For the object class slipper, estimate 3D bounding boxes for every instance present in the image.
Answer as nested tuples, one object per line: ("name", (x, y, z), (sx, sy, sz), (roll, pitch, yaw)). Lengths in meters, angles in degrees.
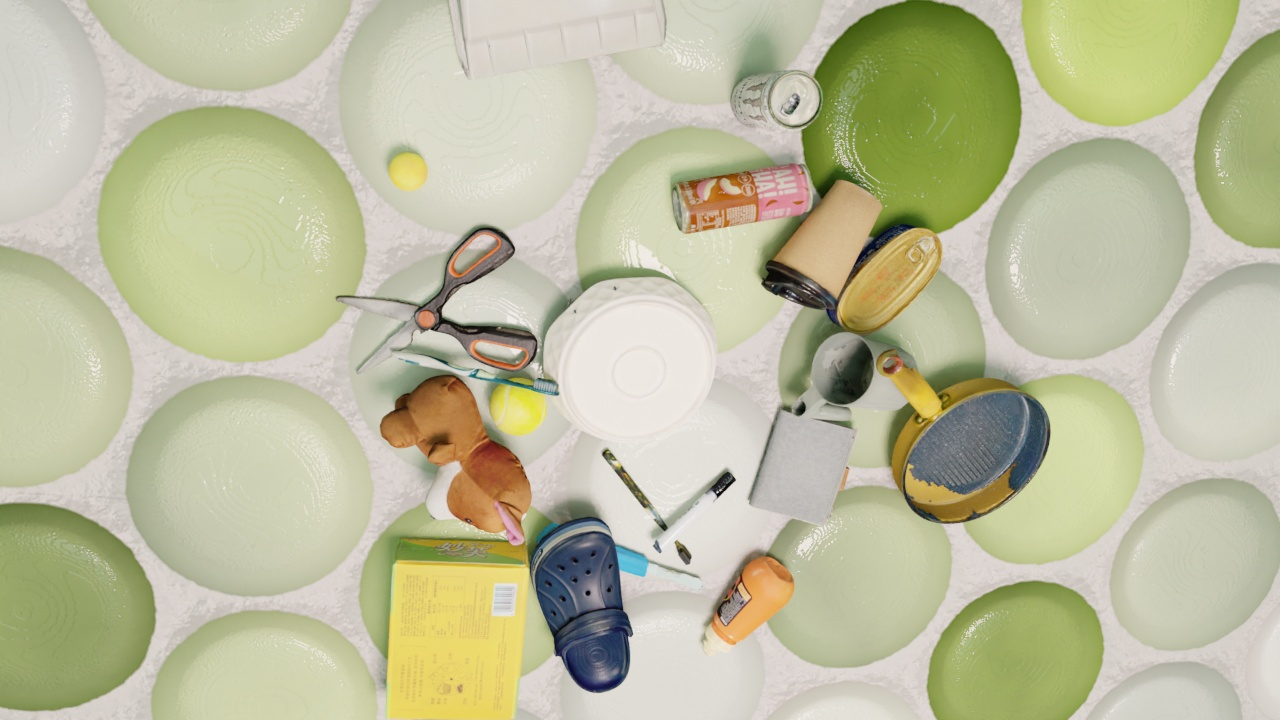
("slipper", (-0.065, 0.307, 1.092), (0.105, 0.095, 0.253), (-13, 118, -10))

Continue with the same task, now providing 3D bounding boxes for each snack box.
("snack box", (-0.220, 0.321, 1.096), (0.157, 0.070, 0.210), (4, 105, -10))

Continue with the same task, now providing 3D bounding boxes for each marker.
("marker", (0.065, 0.185, 1.118), (0.130, 0.022, 0.018), (-44, 96, -3))

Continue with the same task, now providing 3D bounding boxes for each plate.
("plate", (-0.006, 0.006, 1.040), (0.204, 0.045, 0.205), (-5, 114, -12))

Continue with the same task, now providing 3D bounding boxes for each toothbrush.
("toothbrush", (-0.181, 0.011, 1.008), (0.191, 0.016, 0.018), (13, 110, 2))
("toothbrush", (0.009, 0.181, 1.119), (0.012, 0.017, 0.186), (-30, 109, 17))

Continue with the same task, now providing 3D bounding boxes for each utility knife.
("utility knife", (-0.020, 0.247, 1.133), (0.223, 0.018, 0.034), (22, 111, -14))

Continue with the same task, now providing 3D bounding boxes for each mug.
("mug", (0.249, 0.028, 1.068), (0.103, 0.083, 0.124), (9, 135, -43))

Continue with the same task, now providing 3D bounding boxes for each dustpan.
("dustpan", (-0.102, -0.454, 0.931), (0.222, 0.142, 0.258), (-12, 136, -5))

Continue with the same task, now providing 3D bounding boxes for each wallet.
("wallet", (0.202, 0.131, 1.125), (0.106, 0.037, 0.130), (16, 102, -2))

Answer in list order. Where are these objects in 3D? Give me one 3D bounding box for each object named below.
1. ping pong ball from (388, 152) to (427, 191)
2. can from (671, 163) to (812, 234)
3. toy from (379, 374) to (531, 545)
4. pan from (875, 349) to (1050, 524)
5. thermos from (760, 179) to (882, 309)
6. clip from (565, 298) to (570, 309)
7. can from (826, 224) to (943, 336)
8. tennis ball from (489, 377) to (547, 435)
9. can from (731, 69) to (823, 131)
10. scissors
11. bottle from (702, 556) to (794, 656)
("ping pong ball", (-0.244, -0.198, 0.963), (0.040, 0.040, 0.040), (-2, 106, -8))
("can", (0.111, -0.179, 1.013), (0.147, 0.058, 0.058), (-11, 107, -6))
("toy", (-0.196, 0.116, 1.005), (0.130, 0.140, 0.199), (-42, 100, 6))
("pan", (0.355, 0.076, 1.063), (0.198, 0.078, 0.357), (-43, 123, 10))
("thermos", (0.207, -0.127, 1.031), (0.093, 0.093, 0.143), (32, 90, -15))
("clip", (-0.082, -0.042, 1.041), (0.036, 0.025, 0.058), (19, 98, -5))
("can", (0.282, -0.094, 1.067), (0.074, 0.049, 0.148), (41, 96, -17))
("tennis ball", (-0.138, 0.052, 1.036), (0.065, 0.065, 0.065), (-2, 106, -8))
("can", (0.138, -0.268, 0.946), (0.058, 0.146, 0.058), (-2, 106, -8))
("scissors", (-0.215, -0.055, 1.021), (0.221, 0.021, 0.232), (30, 98, -10))
("bottle", (0.129, 0.316, 1.156), (0.066, 0.066, 0.150), (34, 105, -16))
